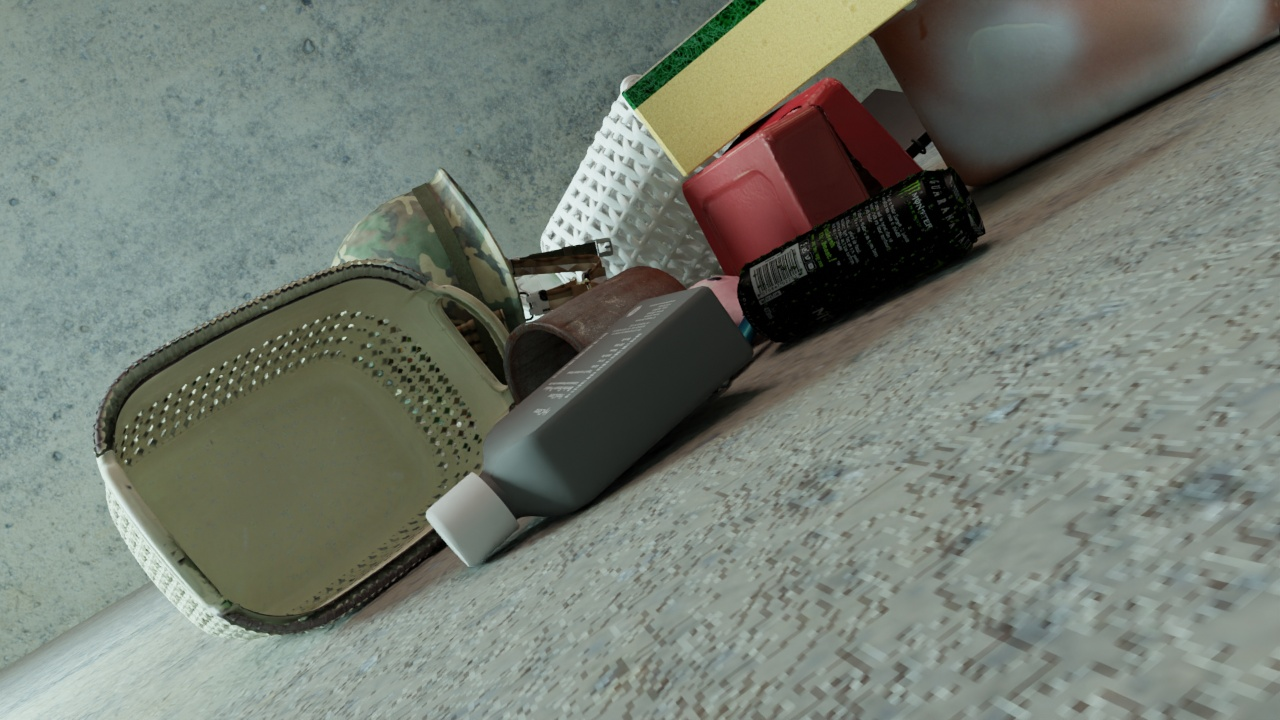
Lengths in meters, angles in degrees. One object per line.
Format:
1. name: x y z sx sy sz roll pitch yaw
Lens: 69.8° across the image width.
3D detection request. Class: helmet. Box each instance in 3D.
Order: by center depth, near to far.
1. helmet: -0.124 -0.046 0.752 0.236 0.224 0.192 -33 19 -3

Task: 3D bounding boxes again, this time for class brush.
1. brush: 0.115 -0.254 0.692 0.251 0.075 0.194 -34 11 28

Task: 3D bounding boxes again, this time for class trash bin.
1. trash bin: 0.340 -0.264 0.710 0.260 0.157 0.181 -28 6 32

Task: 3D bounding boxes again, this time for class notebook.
1. notebook: 0.203 -0.190 0.949 0.231 0.019 0.169 -43 25 3

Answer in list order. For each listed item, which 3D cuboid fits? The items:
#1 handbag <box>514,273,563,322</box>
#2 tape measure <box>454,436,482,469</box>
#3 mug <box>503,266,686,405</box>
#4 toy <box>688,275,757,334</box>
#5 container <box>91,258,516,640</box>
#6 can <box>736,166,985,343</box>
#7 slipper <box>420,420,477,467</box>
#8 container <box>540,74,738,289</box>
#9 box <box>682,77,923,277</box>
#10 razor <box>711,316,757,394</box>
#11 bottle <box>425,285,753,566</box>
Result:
1. handbag: -0.062 -0.044 0.963 0.198 0.142 0.096 -42 -29 -63
2. tape measure: -0.106 0.067 0.695 0.059 0.036 0.065 -10 15 47
3. mug: -0.025 0.007 0.601 0.110 0.096 0.123 -28 -23 -39
4. toy: 0.051 -0.027 0.644 0.099 0.053 0.096 -31 18 -14
5. container: -0.201 0.059 0.575 0.250 0.185 0.144 -38 -2 -44
6. can: 0.122 -0.058 0.525 0.138 0.054 0.053 -27 6 29
7. slipper: -0.181 0.081 0.837 0.239 0.064 0.094 -14 -2 -17
8. container: 0.022 -0.155 0.924 0.187 0.189 0.188 -56 -7 27
9. box: 0.108 -0.109 0.657 0.117 0.135 0.157 -45 10 -12
10. razor: 0.058 -0.010 0.561 0.042 0.022 0.143 -25 15 39
11. bottle: -0.031 0.034 0.469 0.173 0.046 0.084 -41 13 -19
